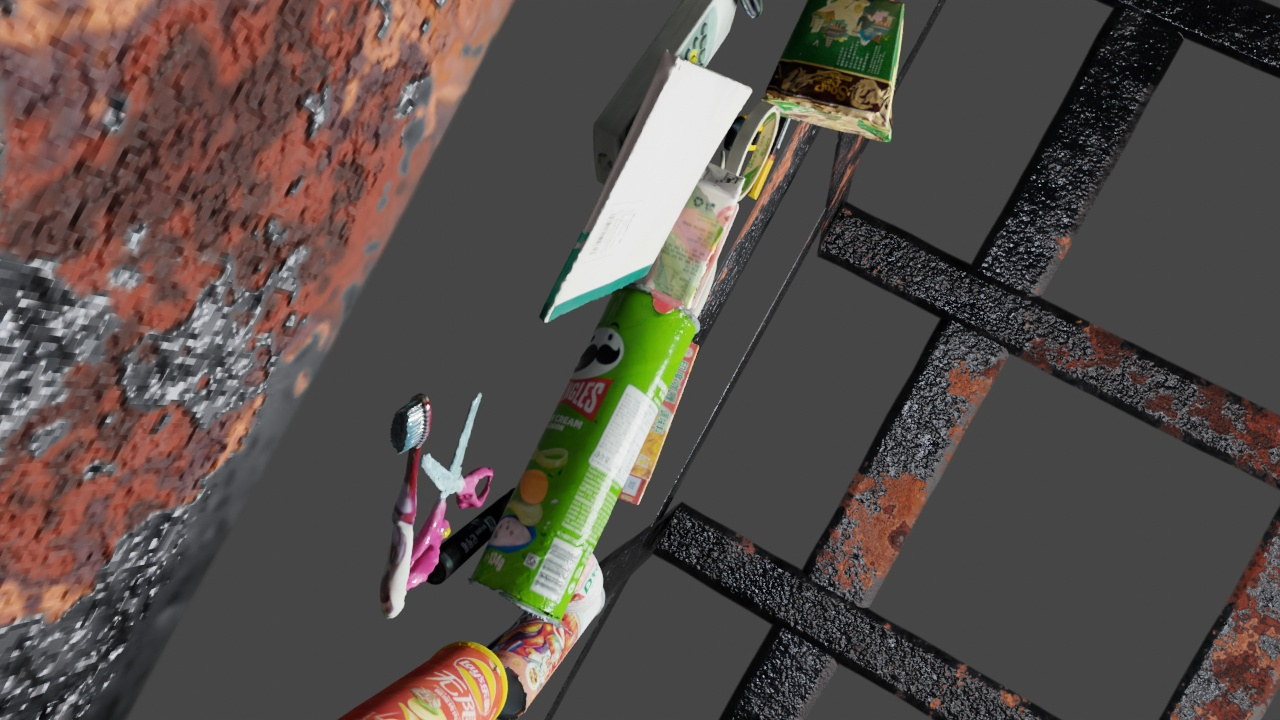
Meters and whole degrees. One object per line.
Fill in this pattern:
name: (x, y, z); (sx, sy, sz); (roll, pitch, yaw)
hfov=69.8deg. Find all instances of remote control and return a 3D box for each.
remote control: (0.016, -0.159, 0.509); (0.135, 0.019, 0.056); (-58, 169, -18)

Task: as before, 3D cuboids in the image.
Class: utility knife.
utility knife: (0.106, -0.208, 0.840); (0.033, 0.015, 0.196); (-65, 169, 20)

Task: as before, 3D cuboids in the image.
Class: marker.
marker: (0.140, -0.229, 0.962); (0.124, 0.015, 0.018); (-67, 170, 18)
marker: (-0.113, 0.119, 0.637); (0.022, 0.020, 0.131); (-54, 174, 20)

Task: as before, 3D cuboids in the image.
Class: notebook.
notebook: (0.010, -0.103, 0.550); (0.151, 0.012, 0.208); (-61, 173, 18)

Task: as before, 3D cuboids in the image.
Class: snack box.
snack box: (0.183, -0.266, 0.821); (0.117, 0.118, 0.106); (-21, 128, -75)
snack box: (0.017, 0.060, 0.916); (0.077, 0.027, 0.155); (108, 3, -63)

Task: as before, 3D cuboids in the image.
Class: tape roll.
tape roll: (0.093, -0.176, 0.776); (0.085, 0.014, 0.086); (-57, 165, -25)

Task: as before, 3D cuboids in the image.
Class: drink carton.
drink carton: (0.039, -0.089, 0.715); (0.053, 0.045, 0.123); (-61, 174, -57)

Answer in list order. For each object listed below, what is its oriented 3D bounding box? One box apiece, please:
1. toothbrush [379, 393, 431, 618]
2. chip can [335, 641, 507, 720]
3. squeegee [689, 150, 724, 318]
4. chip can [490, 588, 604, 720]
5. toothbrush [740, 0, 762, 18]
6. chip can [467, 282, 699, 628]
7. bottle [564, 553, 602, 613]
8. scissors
toothbrush: (-0.127, 0.086, 0.481); (0.017, 0.016, 0.188); (-39, 157, -45)
chip can: (-0.158, 0.255, 0.633); (0.073, 0.073, 0.216); (-62, 170, 2)
squeegee: (0.024, -0.031, 0.855); (0.246, 0.039, 0.247); (-58, 169, -16)
chip can: (-0.111, 0.310, 1.025); (0.071, 0.071, 0.214); (-65, 169, 22)
toothbrush: (0.043, -0.209, 0.454); (0.015, 0.018, 0.181); (-70, 163, 3)
chip can: (-0.036, 0.062, 0.642); (0.072, 0.072, 0.235); (86, 28, -72)
bottle: (-0.078, 0.211, 0.942); (0.068, 0.068, 0.197); (-57, 166, -20)
scissors: (-0.110, 0.074, 0.546); (0.123, 0.017, 0.133); (-35, 148, -65)
